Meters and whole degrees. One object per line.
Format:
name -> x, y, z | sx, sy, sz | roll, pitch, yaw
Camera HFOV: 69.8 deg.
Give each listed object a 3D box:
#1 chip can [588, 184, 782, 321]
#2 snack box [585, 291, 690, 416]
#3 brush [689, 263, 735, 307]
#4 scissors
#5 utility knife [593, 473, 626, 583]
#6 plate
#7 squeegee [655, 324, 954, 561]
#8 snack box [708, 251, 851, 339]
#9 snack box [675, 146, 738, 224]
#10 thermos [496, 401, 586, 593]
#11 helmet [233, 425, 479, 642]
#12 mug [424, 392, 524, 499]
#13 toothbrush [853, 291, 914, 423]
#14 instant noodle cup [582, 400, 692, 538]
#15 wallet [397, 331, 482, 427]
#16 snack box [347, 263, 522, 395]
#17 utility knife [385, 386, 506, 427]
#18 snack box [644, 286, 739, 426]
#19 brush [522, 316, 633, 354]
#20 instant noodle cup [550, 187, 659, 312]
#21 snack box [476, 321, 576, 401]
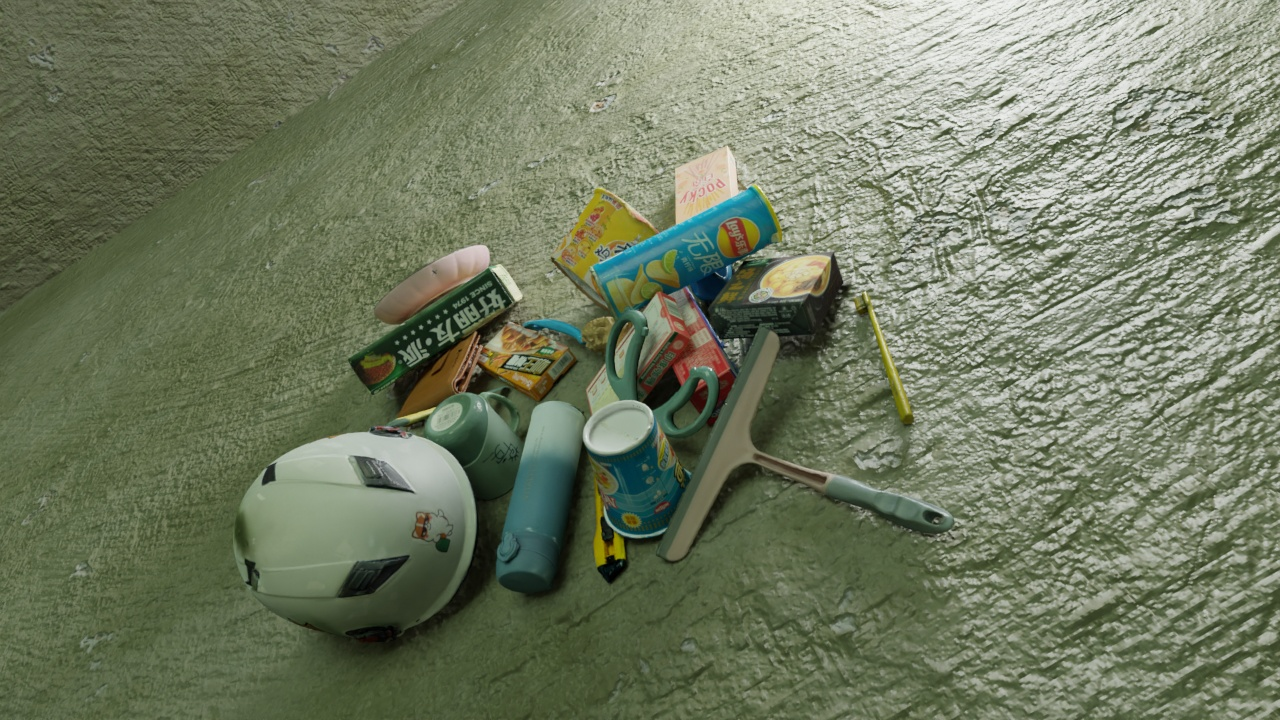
chip can -> 0.050, -0.120, 1.032 | 0.210, 0.071, 0.071 | -27, 36, 0
snack box -> -0.006, 0.006, 1.016 | 0.156, 0.027, 0.077 | -53, 32, 26
brush -> 0.077, -0.123, 1.116 | 0.055, 0.073, 0.143 | -32, 37, 18
scissors -> 0.003, 0.022, 0.958 | 0.171, 0.019, 0.180 | -37, 70, 38
utility knife -> -0.036, 0.155, 0.941 | 0.033, 0.015, 0.170 | -23, 37, 11
plate -> -0.301, -0.103, 1.360 | 0.192, 0.039, 0.192 | -32, -1, -1
squeegee -> 0.164, 0.108, 0.818 | 0.250, 0.040, 0.247 | 17, 76, 41
snack box -> 0.152, -0.073, 0.995 | 0.113, 0.053, 0.125 | -2, 36, 35
snack box -> 0.091, -0.232, 1.267 | 0.085, 0.026, 0.157 | -21, 38, 19
thermos -> -0.104, 0.141, 0.967 | 0.070, 0.070, 0.219 | -17, 39, 23
helmet -> -0.321, 0.177, 0.961 | 0.275, 0.156, 0.229 | -7, 75, 33
mug -> -0.183, 0.085, 1.060 | 0.082, 0.106, 0.111 | 1, 48, 40
toothbrush -> 0.238, -0.006, 0.907 | 0.017, 0.016, 0.189 | -27, 37, 19
instant noodle cup -> -0.006, 0.099, 0.888 | 0.099, 0.110, 0.099 | -14, 38, 11
wallet -> -0.267, 0.027, 1.231 | 0.132, 0.031, 0.107 | -27, 34, 39
snack box -> -0.283, -0.046, 1.289 | 0.240, 0.063, 0.114 | -32, 7, 4
utility knife -> -0.224, 0.054, 1.109 | 0.031, 0.022, 0.212 | -9, 1, 31
snack box -> 0.059, -0.017, 1.026 | 0.058, 0.057, 0.207 | -33, 36, 7
brush -> -0.075, -0.036, 1.151 | 0.255, 0.083, 0.046 | 11, 89, 53
instant noodle cup -> -0.041, -0.136, 1.182 | 0.109, 0.138, 0.138 | -48, 38, -5
snack box -> -0.153, -0.001, 1.201 | 0.075, 0.026, 0.154 | -48, 38, -16
